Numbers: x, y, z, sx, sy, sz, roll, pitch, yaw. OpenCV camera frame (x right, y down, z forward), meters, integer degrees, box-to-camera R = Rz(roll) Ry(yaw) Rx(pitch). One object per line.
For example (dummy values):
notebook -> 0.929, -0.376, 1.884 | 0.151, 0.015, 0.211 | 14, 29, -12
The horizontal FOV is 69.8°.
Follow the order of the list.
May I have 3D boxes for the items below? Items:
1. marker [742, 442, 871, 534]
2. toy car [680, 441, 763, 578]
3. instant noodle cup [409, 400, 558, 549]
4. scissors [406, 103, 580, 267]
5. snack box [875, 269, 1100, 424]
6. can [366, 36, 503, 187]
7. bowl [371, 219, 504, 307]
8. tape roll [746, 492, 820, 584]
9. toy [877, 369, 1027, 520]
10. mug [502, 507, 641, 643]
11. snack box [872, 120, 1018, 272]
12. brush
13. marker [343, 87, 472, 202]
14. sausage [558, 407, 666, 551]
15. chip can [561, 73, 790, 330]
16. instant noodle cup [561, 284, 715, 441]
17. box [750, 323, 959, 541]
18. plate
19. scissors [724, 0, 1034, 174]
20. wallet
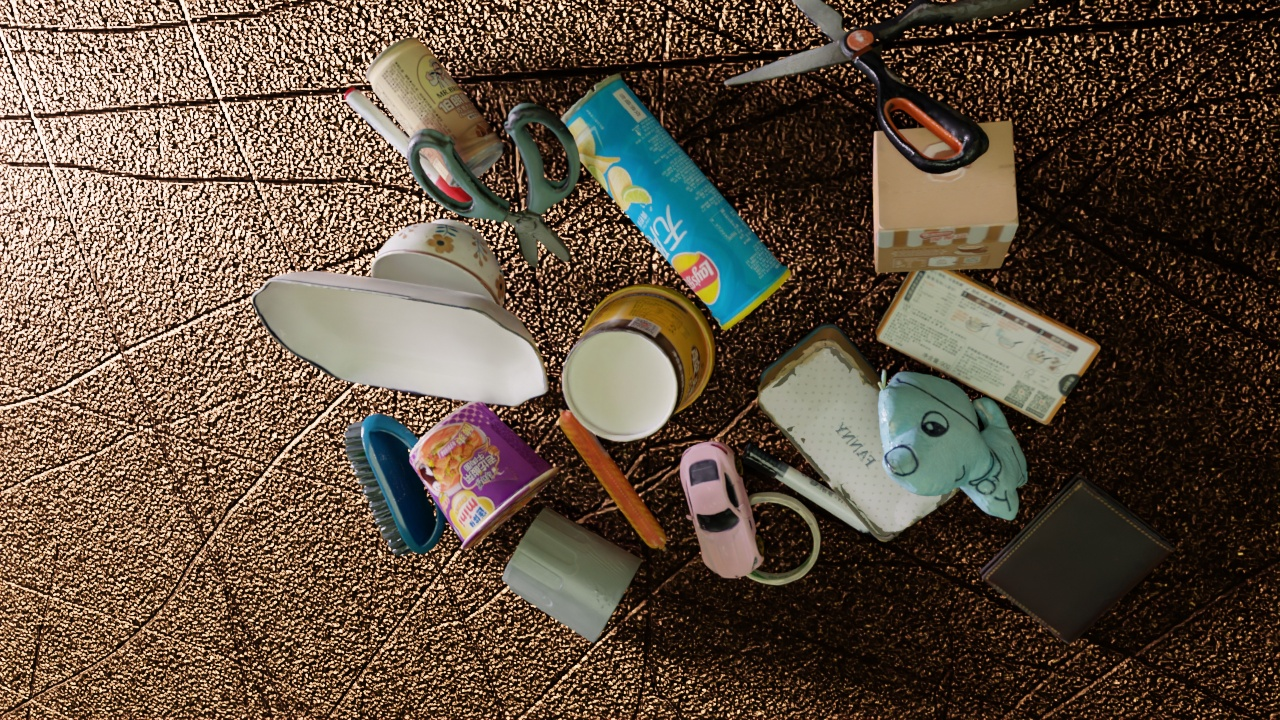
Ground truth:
marker -> 0.147, 0.113, 0.801 | 0.131, 0.022, 0.018 | 32, 138, 4
toy car -> 0.070, 0.132, 0.804 | 0.056, 0.037, 0.122 | -17, 87, 27
instant noodle cup -> -0.147, 0.098, 0.826 | 0.112, 0.111, 0.099 | -44, 85, 20
scissors -> -0.092, -0.141, 0.740 | 0.172, 0.019, 0.176 | -25, 131, 31
snack box -> 0.273, -0.017, 0.730 | 0.154, 0.026, 0.075 | 28, 110, 5
can -> -0.170, -0.206, 0.766 | 0.059, 0.058, 0.116 | -37, 95, 20
bowl -> -0.167, -0.081, 0.789 | 0.113, 0.062, 0.114 | 11, 150, 6
tape roll -> 0.118, 0.160, 0.824 | 0.086, 0.013, 0.086 | 4, 106, 13
toy -> 0.235, 0.060, 0.697 | 0.156, 0.161, 0.050 | 48, 135, -2
mug -> -0.069, 0.207, 0.855 | 0.103, 0.083, 0.124 | 30, 135, 5
snack box -> 0.218, -0.116, 0.668 | 0.093, 0.094, 0.077 | -1, 77, 14
brush -> -0.225, 0.117, 0.873 | 0.074, 0.055, 0.144 | -16, 101, 19
marker -> -0.202, -0.184, 0.802 | 0.145, 0.017, 0.017 | 43, 110, -1
sausage -> -0.025, 0.110, 0.840 | 0.021, 0.021, 0.165 | -34, 95, 20
chip can -> 0.026, -0.125, 0.736 | 0.071, 0.071, 0.210 | -41, 93, 20
instant noodle cup -> -0.004, 0.004, 0.757 | 0.118, 0.114, 0.118 | 3, 105, 12
box -> 0.174, 0.054, 0.758 | 0.090, 0.062, 0.184 | -39, 92, 19
plate -> -0.205, -0.024, 0.805 | 0.266, 0.034, 0.162 | 8, 148, 12
scissors -> 0.177, -0.225, 0.653 | 0.221, 0.022, 0.233 | -30, 64, -2
wallet -> 0.362, 0.168, 0.766 | 0.096, 0.020, 0.122 | 38, 112, 6
